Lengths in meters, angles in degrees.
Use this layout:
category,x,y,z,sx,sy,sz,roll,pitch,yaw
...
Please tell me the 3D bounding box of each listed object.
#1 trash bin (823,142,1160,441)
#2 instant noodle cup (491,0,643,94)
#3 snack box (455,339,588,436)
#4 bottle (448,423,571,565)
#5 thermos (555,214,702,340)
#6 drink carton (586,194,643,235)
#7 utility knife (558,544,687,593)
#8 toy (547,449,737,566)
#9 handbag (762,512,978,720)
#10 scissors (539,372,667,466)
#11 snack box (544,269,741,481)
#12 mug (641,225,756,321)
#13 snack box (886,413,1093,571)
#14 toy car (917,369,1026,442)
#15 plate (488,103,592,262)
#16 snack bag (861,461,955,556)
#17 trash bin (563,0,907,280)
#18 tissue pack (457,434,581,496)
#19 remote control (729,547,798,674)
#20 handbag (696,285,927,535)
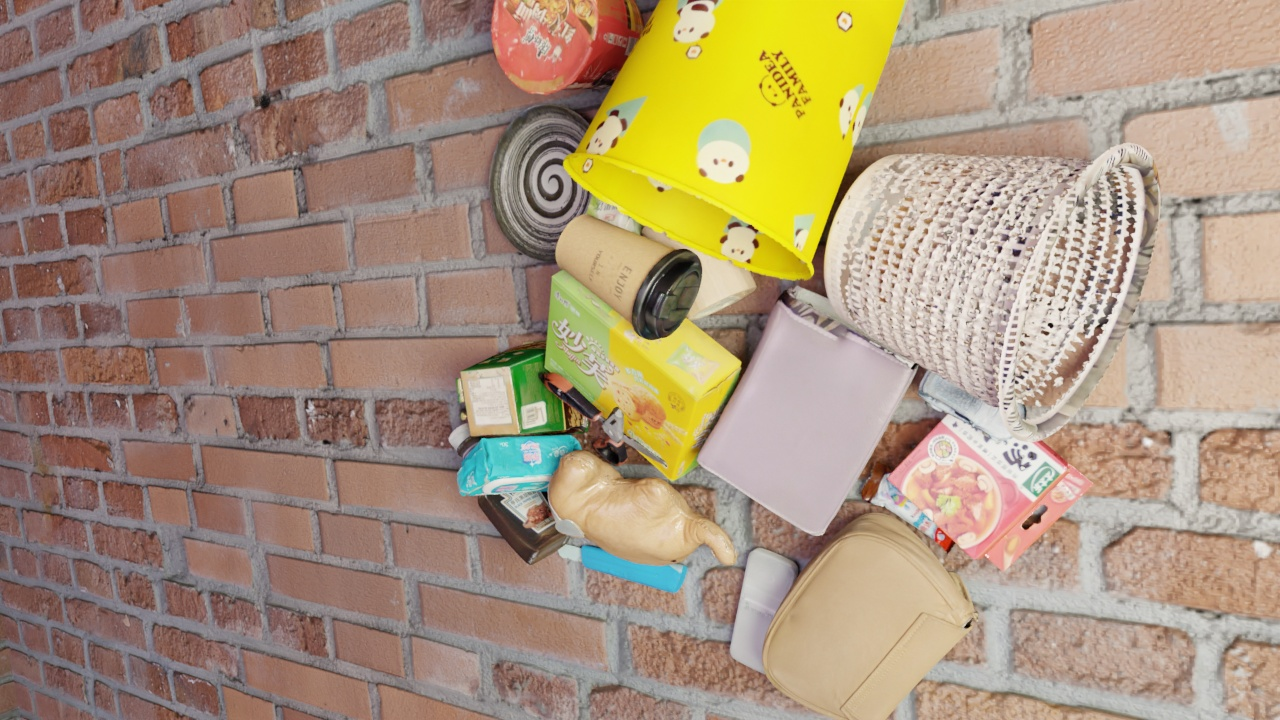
category,x,y,z,sx,sy,sz,roll,pitch,yaw
trash bin,0.265,-0.074,0.732,0.192,0.227,0.228,26,113,41
instant noodle cup,-0.069,-0.342,0.956,0.138,0.108,0.138,6,102,33
snack box,-0.141,0.041,1.076,0.118,0.105,0.118,-6,96,34
bottle,-0.167,0.158,1.130,0.195,0.079,0.044,47,134,19
thermos,-0.011,-0.084,0.875,0.143,0.092,0.093,33,115,28
drink carton,-0.015,-0.181,0.959,0.054,0.045,0.122,3,69,35
utility knife,-0.028,0.241,1.089,0.187,0.018,0.034,6,90,34
toy,0.003,0.176,1.008,0.226,0.082,0.144,19,147,15
handbag,0.215,0.250,0.882,0.148,0.099,0.205,38,117,15
scissors,-0.037,0.074,0.981,0.227,0.015,0.189,34,160,38
snack box,-0.006,0.006,0.963,0.210,0.069,0.158,40,146,21
mug,0.078,-0.111,0.923,0.125,0.084,0.103,-27,84,16
snack box,0.306,0.106,0.809,0.127,0.044,0.113,44,106,21
toy car,0.282,0.034,0.781,0.090,0.034,0.043,31,96,23
plate,-0.101,-0.202,1.056,0.180,0.024,0.179,6,101,35
snack bag,0.260,0.139,0.870,0.105,0.026,0.045,33,121,26
trash bin,0.091,-0.229,0.775,0.230,0.229,0.255,24,89,29
tissue pack,-0.139,0.124,1.071,0.093,0.133,0.050,-42,54,55
remote control,0.132,0.269,0.984,0.056,0.020,0.136,18,109,31
handbag,0.160,0.045,0.874,0.145,0.098,0.197,28,113,11
